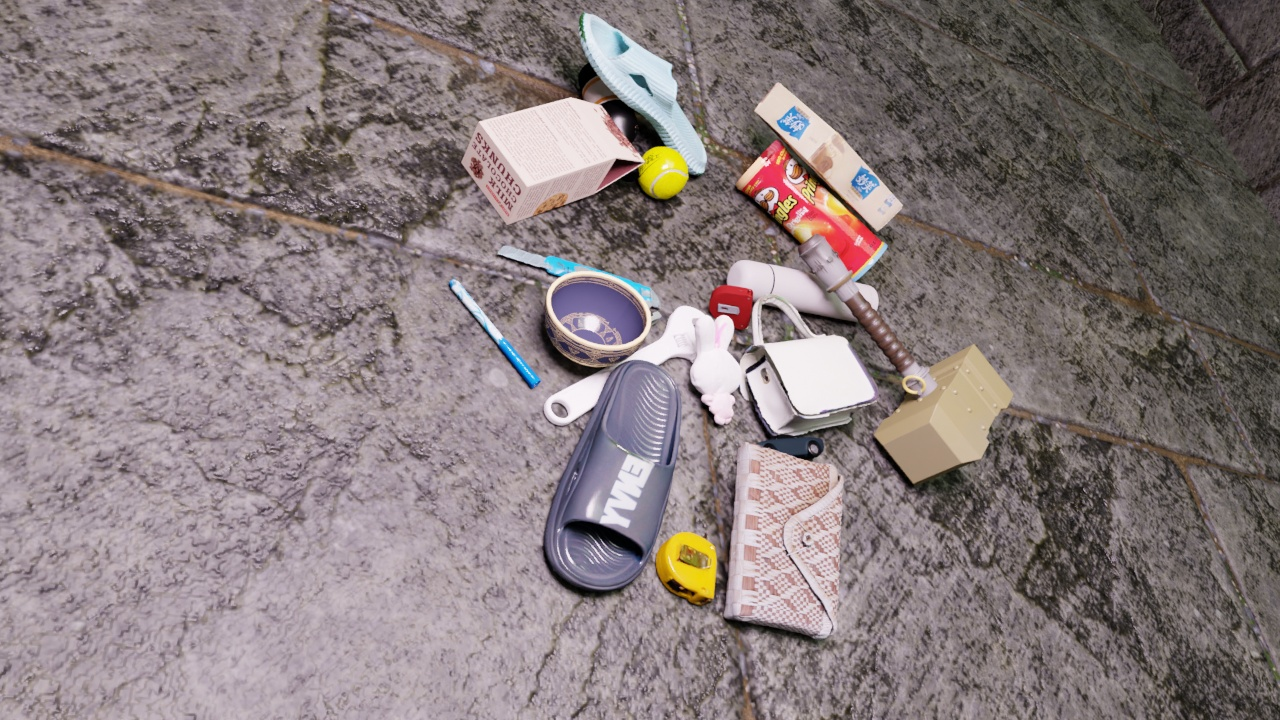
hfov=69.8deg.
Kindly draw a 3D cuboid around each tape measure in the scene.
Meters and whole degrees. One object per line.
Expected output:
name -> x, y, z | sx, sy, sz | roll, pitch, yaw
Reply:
tape measure -> 0.110, -0.064, 1.121 | 0.051, 0.059, 0.019 | 9, 48, 9
tape measure -> 0.046, 0.198, 0.899 | 0.059, 0.030, 0.068 | 27, 47, -19

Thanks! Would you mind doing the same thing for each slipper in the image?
slipper -> -0.005, 0.099, 0.894 | 0.110, 0.084, 0.267 | 30, 51, -15
slipper -> 0.020, -0.349, 1.185 | 0.276, 0.070, 0.115 | 42, 27, -38

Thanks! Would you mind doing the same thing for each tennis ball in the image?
tennis ball -> 0.028, -0.241, 1.179 | 0.065, 0.066, 0.065 | 18, 50, -23

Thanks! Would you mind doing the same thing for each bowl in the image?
bowl -> -0.051, -0.034, 0.973 | 0.112, 0.061, 0.112 | 12, 45, -12

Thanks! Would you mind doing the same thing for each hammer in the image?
hammer -> 0.312, -0.025, 1.164 | 0.325, 0.101, 0.189 | 51, 45, -2

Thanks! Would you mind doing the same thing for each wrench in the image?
wrench -> -0.006, 0.006, 1.013 | 0.272, 0.018, 0.066 | -30, 78, -43

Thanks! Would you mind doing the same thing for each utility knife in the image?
utility knife -> -0.066, -0.097, 1.048 | 0.206, 0.015, 0.031 | 14, 47, -24

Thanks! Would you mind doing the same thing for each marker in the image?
marker -> -0.151, -0.029, 0.941 | 0.142, 0.013, 0.013 | 50, 46, 7

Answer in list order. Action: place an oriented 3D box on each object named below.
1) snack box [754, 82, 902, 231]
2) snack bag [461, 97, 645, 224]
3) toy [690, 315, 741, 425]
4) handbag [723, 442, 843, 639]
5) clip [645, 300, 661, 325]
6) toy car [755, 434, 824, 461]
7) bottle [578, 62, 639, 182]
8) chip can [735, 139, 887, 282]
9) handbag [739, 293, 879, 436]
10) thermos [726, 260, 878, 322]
snack box -> 0.267, -0.286, 1.301 | 0.207, 0.055, 0.153 | 29, 21, -44
snack bag -> -0.093, -0.246, 1.085 | 0.205, 0.070, 0.094 | -28, 77, -38
toy -> 0.086, 0.011, 1.045 | 0.075, 0.037, 0.125 | -5, 89, -49
handbag -> 0.152, 0.183, 0.943 | 0.124, 0.047, 0.185 | 16, 66, -20
clip -> -0.009, -0.044, 1.042 | 0.043, 0.023, 0.075 | 49, 43, 8
toy car -> 0.158, 0.102, 1.033 | 0.112, 0.046, 0.034 | 0, 60, -36
bottle -> -0.034, -0.307, 1.190 | 0.059, 0.059, 0.181 | 3, 57, -33
chip can -> 0.238, -0.205, 1.283 | 0.213, 0.087, 0.086 | 43, 45, -1
handbag -> 0.183, 0.001, 1.104 | 0.151, 0.074, 0.176 | -9, 65, -38
thermos -> 0.213, -0.090, 1.205 | 0.223, 0.052, 0.052 | 8, 55, -30
